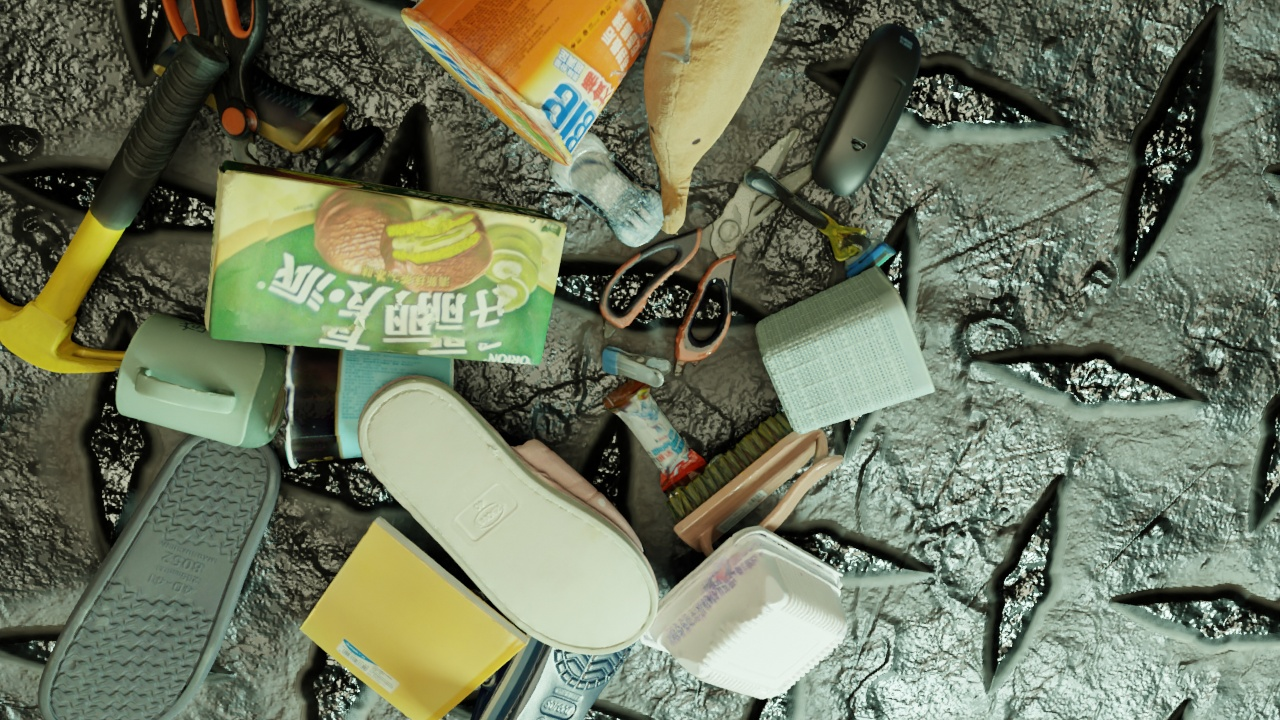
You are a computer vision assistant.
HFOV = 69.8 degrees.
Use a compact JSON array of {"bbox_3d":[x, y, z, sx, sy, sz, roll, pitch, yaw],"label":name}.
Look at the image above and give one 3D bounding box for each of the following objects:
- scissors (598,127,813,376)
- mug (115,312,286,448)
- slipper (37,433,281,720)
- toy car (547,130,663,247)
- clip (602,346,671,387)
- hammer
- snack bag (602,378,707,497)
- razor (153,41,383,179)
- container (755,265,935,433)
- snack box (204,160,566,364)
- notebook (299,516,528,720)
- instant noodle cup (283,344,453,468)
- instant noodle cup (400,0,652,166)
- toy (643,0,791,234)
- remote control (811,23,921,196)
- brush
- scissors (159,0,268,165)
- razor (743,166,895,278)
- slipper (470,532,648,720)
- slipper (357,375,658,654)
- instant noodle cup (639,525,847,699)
[{"bbox_3d":[0.063,-0.083,0.740,0.197,0.015,0.214,-4,104,-3],"label":"scissors"},{"bbox_3d":[-0.325,0.019,0.687,0.106,0.112,0.082,18,93,-10],"label":"mug"},{"bbox_3d":[-0.378,0.177,0.750,0.110,0.083,0.268,27,83,-17],"label":"slipper"},{"bbox_3d":[-0.025,-0.134,0.712,0.105,0.031,0.049,40,97,-11],"label":"toy car"},{"bbox_3d":[-0.004,0.003,0.750,0.057,0.028,0.024,13,127,13],"label":"clip"},{"bbox_3d":[-0.381,-0.104,0.660,0.129,0.032,0.301,38,113,-13],"label":"hammer"},{"bbox_3d":[0.013,0.062,0.768,0.048,0.026,0.104,-34,106,-10],"label":"snack bag"},{"bbox_3d":[-0.275,-0.183,0.674,0.167,0.062,0.068,27,131,-5],"label":"razor"},{"bbox_3d":[0.157,-0.005,0.725,0.111,0.090,0.090,-23,108,10],"label":"container"},{"bbox_3d":[-0.180,-0.067,0.664,0.239,0.063,0.114,5,106,-27],"label":"snack box"},{"bbox_3d":[-0.189,0.218,0.733,0.146,0.010,0.207,39,130,-2],"label":"notebook"},{"bbox_3d":[-0.205,0.027,0.709,0.120,0.111,0.111,1,105,-14],"label":"instant noodle cup"},{"bbox_3d":[-0.070,-0.225,0.631,0.151,0.151,0.111,40,90,-13],"label":"instant noodle cup"},{"bbox_3d":[0.043,-0.201,0.642,0.082,0.143,0.226,27,102,15],"label":"toy"},{"bbox_3d":[0.177,-0.194,0.710,0.053,0.024,0.136,22,97,-14],"label":"remote control"},{"bbox_3d":[0.095,0.105,0.756,0.145,0.073,0.063,-39,147,1],"label":"brush"},{"bbox_3d":[-0.295,-0.180,0.646,0.125,0.021,0.235,16,108,13],"label":"scissors"},{"bbox_3d":[0.136,-0.113,0.726,0.142,0.022,0.043,30,124,-22],"label":"razor"},{"bbox_3d":[-0.079,0.246,0.778,0.105,0.095,0.252,34,80,-48],"label":"slipper"},{"bbox_3d":[-0.096,0.117,0.689,0.274,0.054,0.114,43,91,-13],"label":"slipper"},{"bbox_3d":[0.097,0.219,0.755,0.138,0.060,0.173,-45,134,10],"label":"instant noodle cup"}]
